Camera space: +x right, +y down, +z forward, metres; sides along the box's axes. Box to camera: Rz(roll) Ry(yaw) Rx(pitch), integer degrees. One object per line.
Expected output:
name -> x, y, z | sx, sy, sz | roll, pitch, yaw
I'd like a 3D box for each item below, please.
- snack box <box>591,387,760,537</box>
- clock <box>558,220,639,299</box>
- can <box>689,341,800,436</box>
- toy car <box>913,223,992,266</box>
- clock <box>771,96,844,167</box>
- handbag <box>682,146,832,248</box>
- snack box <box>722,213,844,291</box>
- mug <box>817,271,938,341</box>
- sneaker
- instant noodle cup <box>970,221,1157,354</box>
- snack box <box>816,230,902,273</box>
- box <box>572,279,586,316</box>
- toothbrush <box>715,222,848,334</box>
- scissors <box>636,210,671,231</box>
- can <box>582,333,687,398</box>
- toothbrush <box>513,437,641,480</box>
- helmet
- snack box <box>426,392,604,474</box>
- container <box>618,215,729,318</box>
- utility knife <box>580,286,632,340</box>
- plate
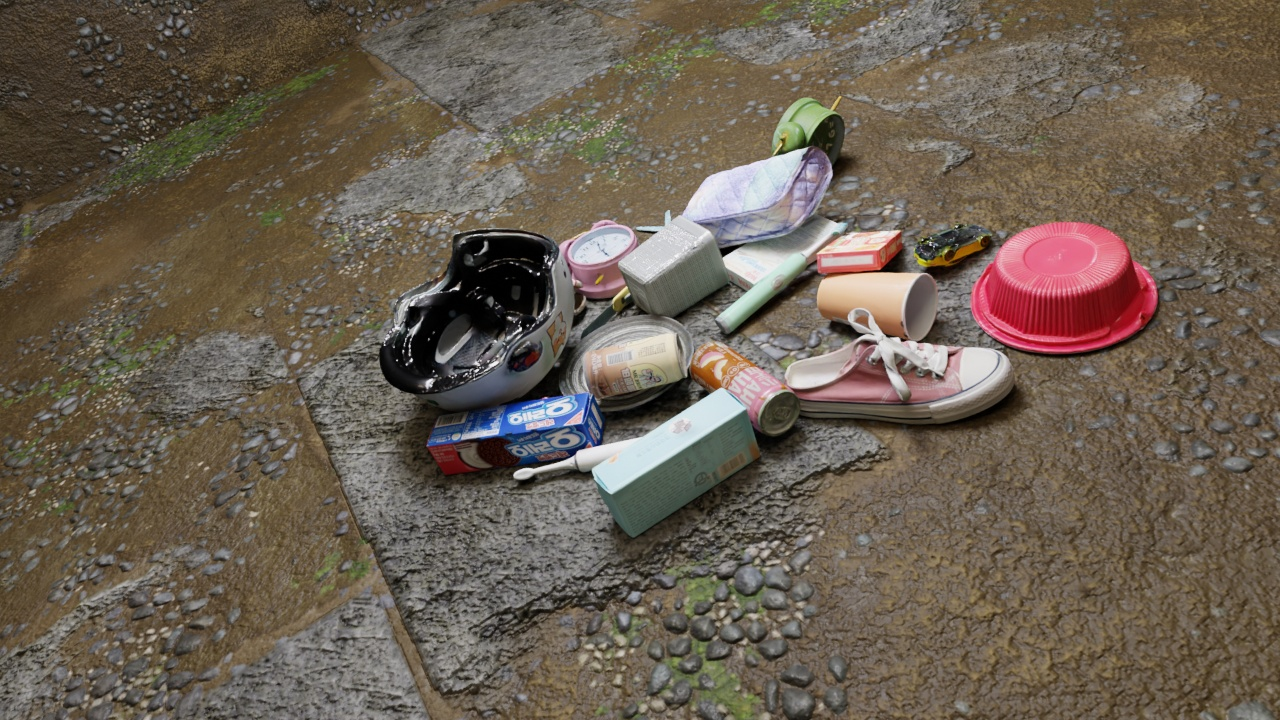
snack box -> 0.040, 0.108, 0.974 | 0.174, 0.074, 0.051 | -31, 38, -12
clock -> -0.059, -0.154, 1.349 | 0.117, 0.060, 0.158 | -33, 37, -15
can -> 0.115, 0.029, 1.039 | 0.057, 0.058, 0.147 | -33, 36, -14
toy car -> 0.389, -0.141, 1.142 | 0.105, 0.032, 0.048 | -23, 36, -20
clock -> 0.240, -0.316, 1.358 | 0.056, 0.116, 0.160 | 32, 59, 34
handbag -> 0.159, -0.223, 1.278 | 0.194, 0.075, 0.134 | -2, 48, 48
snack box -> 0.192, -0.149, 1.248 | 0.156, 0.027, 0.085 | -33, 39, -14
mug -> 0.275, -0.069, 1.079 | 0.123, 0.078, 0.078 | 12, 49, 43
sneaker -> 0.266, 0.008, 0.974 | 0.241, 0.088, 0.118 | -3, 41, 24
instant noodle cup -> 0.465, -0.092, 1.019 | 0.194, 0.066, 0.193 | -14, 38, 11
snack box -> 0.275, -0.137, 1.143 | 0.075, 0.025, 0.152 | -1, 16, 27
box -> -0.160, -0.098, 1.311 | 0.164, 0.083, 0.075 | -5, 30, 23
toothbrush -> 0.185, -0.110, 1.188 | 0.224, 0.026, 0.027 | -40, 16, -13
scissors -> 0.050, -0.198, 1.388 | 0.130, 0.017, 0.133 | -14, 35, 13
can -> -0.006, 0.006, 1.093 | 0.116, 0.058, 0.058 | -13, 39, 9
toothbrush -> -0.042, 0.110, 1.050 | 0.221, 0.026, 0.026 | -13, -1, 12
helmet -> -0.192, -0.035, 1.192 | 0.230, 0.157, 0.273 | 15, 64, 34
snack box -> -0.150, 0.088, 1.102 | 0.208, 0.058, 0.057 | -10, 39, 16
container -> 0.042, -0.121, 1.238 | 0.114, 0.090, 0.090 | -36, 39, -13
utility knife -> -0.012, -0.097, 1.283 | 0.220, 0.031, 0.022 | -40, 44, -20
plate -> -0.017, 0.007, 1.165 | 0.179, 0.024, 0.179 | -12, 38, 10
